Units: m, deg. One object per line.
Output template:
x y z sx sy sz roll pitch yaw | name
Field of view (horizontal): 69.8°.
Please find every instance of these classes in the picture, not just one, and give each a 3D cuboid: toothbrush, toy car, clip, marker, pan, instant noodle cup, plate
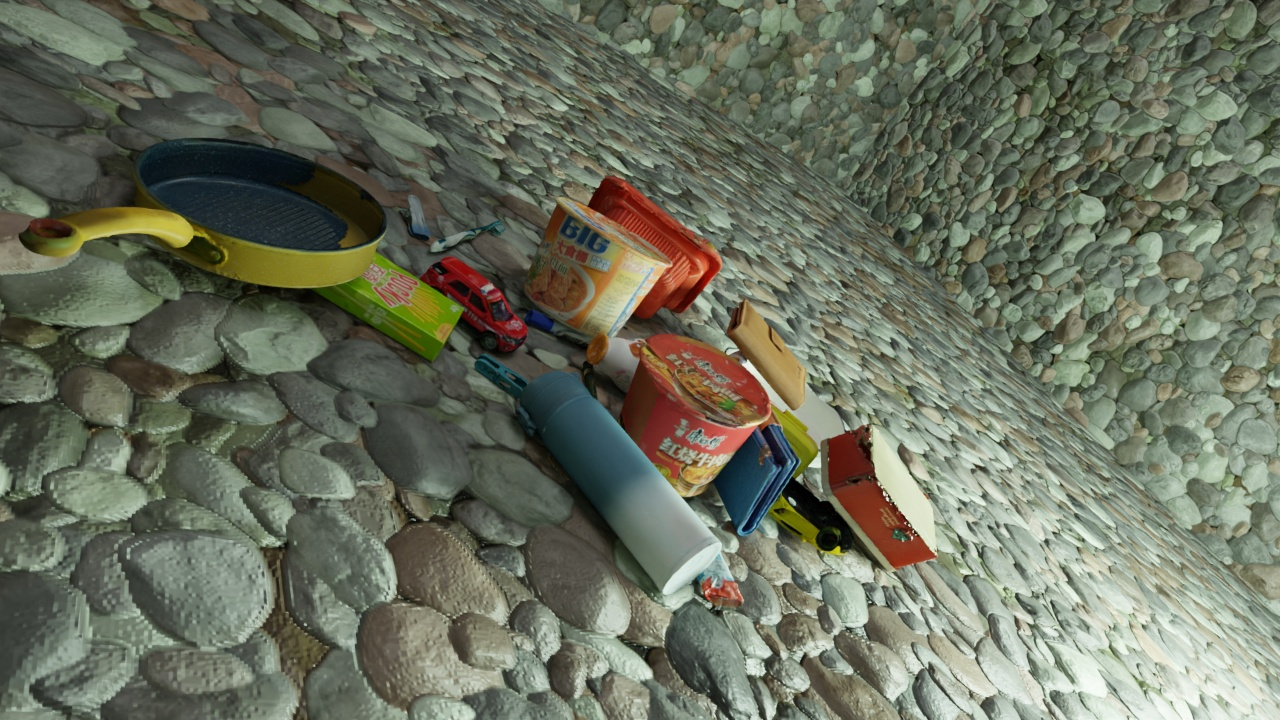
-0.044 0.050 0.913 0.012 0.017 0.185 25 25 -21 | toothbrush
-0.163 -0.056 0.909 0.120 0.045 0.052 41 24 2 | toy car
-0.198 -0.143 1.064 0.018 0.016 0.191 48 22 -3 | toothbrush
-0.130 0.014 0.861 0.056 0.014 0.041 37 22 -6 | clip
-0.064 -0.024 1.029 0.145 0.017 0.017 23 26 -31 | marker
-0.323 -0.109 0.688 0.198 0.078 0.356 24 26 0 | pan
-0.247 -0.157 1.011 0.024 0.028 0.056 11 44 -44 | clip
-0.055 -0.100 1.039 0.151 0.111 0.151 30 13 -8 | instant noodle cup
0.166 0.156 0.985 0.156 0.041 0.071 38 22 -9 | toy car
0.181 0.063 1.189 0.205 0.046 0.204 32 23 -16 | plate
-0.005 -0.131 1.169 0.189 0.165 0.078 38 61 0 | instant noodle cup
0.149 -0.017 1.211 0.029 0.021 0.188 9 13 20 | toothbrush
0.041 0.056 0.886 0.138 0.109 0.137 21 28 -12 | instant noodle cup

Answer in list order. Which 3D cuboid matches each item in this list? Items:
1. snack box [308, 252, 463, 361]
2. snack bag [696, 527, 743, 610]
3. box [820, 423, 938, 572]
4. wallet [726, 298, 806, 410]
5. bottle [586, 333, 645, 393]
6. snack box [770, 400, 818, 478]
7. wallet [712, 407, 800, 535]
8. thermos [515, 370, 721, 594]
-0.240 -0.065 0.833 0.156 0.026 0.085 33 23 -12 | snack box
0.056 0.175 0.807 0.045 0.026 0.105 11 32 -31 | snack bag
0.275 0.151 1.025 0.168 0.079 0.091 49 33 -29 | box
0.162 -0.009 1.162 0.132 0.031 0.107 49 24 -11 | wallet
-0.006 0.006 0.993 0.108 0.063 0.063 24 26 -32 | bottle
0.148 0.088 1.047 0.091 0.082 0.080 41 13 -9 | snack box
0.105 0.095 0.933 0.040 0.107 0.133 11 32 -27 | wallet
-0.025 0.099 0.791 0.220 0.070 0.070 47 24 24 | thermos
